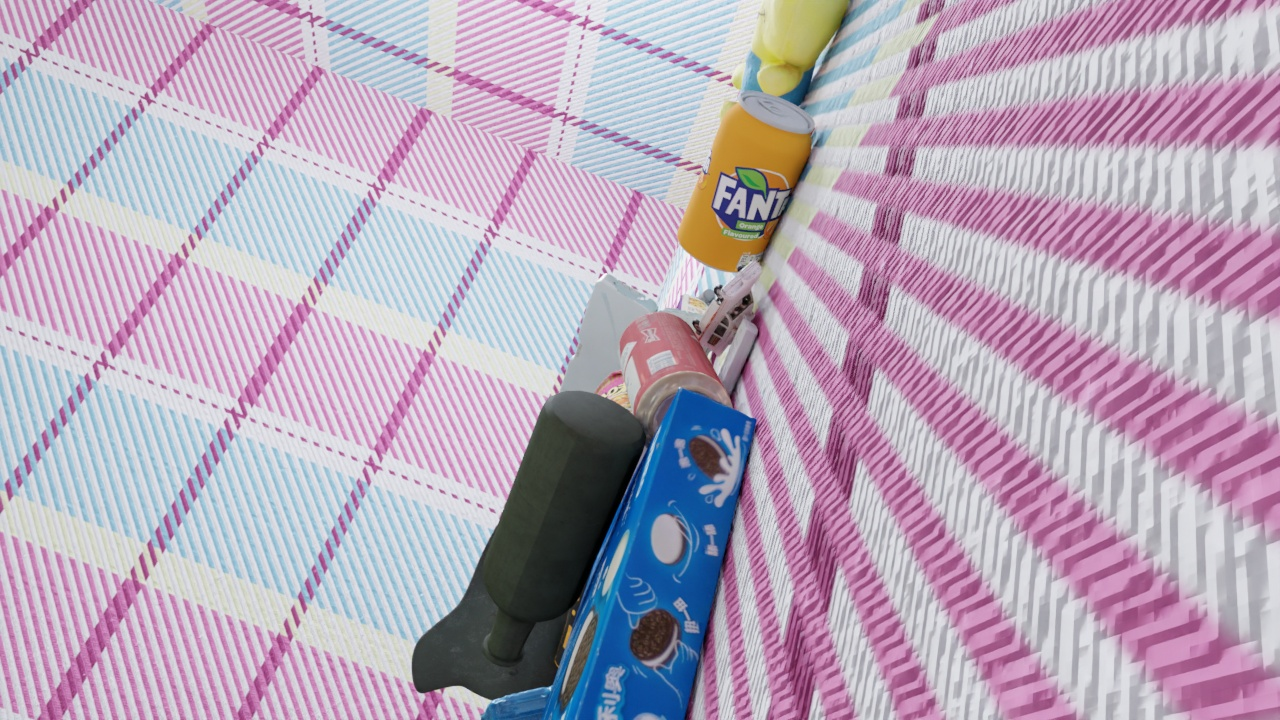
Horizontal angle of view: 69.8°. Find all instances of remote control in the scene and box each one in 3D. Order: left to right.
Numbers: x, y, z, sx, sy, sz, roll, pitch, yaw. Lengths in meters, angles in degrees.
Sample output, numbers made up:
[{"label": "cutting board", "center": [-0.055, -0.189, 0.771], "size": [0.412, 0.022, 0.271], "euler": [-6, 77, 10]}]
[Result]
[{"label": "remote control", "center": [0.059, 0.031, 0.700], "size": [0.033, 0.012, 0.131], "euler": [-83, 14, -72]}]

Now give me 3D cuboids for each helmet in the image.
[{"label": "helmet", "center": [-0.129, 0.283, 1.036], "size": [0.226, 0.154, 0.268], "euler": [-51, -22, -58]}]

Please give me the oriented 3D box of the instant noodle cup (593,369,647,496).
[{"label": "instant noodle cup", "center": [-0.002, 0.065, 0.771], "size": [0.108, 0.097, 0.098], "euler": [-76, 7, -76]}]

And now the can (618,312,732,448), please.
[{"label": "can", "center": [0.022, 0.014, 0.686], "size": [0.170, 0.067, 0.067], "euler": [-107, 37, -69]}]

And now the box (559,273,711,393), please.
[{"label": "box", "center": [-0.009, 0.009, 0.953], "size": [0.049, 0.136, 0.198], "euler": [-73, 4, -46]}]

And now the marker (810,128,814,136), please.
[{"label": "marker", "center": [0.123, -0.149, 0.834], "size": [0.012, 0.013, 0.142], "euler": [-72, 4, -58]}]

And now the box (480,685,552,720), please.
[{"label": "box", "center": [-0.092, 0.357, 0.816], "size": [0.232, 0.094, 0.102], "euler": [116, 145, -60]}]

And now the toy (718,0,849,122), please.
[{"label": "toy", "center": [0.152, -0.328, 0.928], "size": [0.215, 0.084, 0.148], "euler": [116, 174, -47]}]

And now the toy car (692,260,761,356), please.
[{"label": "toy car", "center": [0.071, -0.037, 0.724], "size": [0.039, 0.039, 0.113], "euler": [-42, -7, -20]}]

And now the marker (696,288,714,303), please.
[{"label": "marker", "center": [0.080, -0.078, 1.190], "size": [0.140, 0.016, 0.016], "euler": [147, 144, -86]}]

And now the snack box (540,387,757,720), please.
[{"label": "snack box", "center": [-0.008, 0.163, 0.551], "size": [0.196, 0.056, 0.238], "euler": [114, 177, -51]}]

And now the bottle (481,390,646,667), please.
[{"label": "bottle", "center": [-0.063, 0.123, 0.624], "size": [0.071, 0.071, 0.207], "euler": [-74, 6, -67]}]

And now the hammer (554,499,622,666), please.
[{"label": "hammer", "center": [-0.037, 0.171, 0.903], "size": [0.036, 0.123, 0.321], "euler": [37, 117, 50]}]

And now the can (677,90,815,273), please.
[{"label": "can", "center": [0.090, -0.150, 0.790], "size": [0.078, 0.079, 0.143], "euler": [-72, 4, -56]}]

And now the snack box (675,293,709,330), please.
[{"label": "snack box", "center": [0.038, 0.008, 1.082], "size": [0.143, 0.040, 0.148], "euler": [-76, 8, -73]}]
